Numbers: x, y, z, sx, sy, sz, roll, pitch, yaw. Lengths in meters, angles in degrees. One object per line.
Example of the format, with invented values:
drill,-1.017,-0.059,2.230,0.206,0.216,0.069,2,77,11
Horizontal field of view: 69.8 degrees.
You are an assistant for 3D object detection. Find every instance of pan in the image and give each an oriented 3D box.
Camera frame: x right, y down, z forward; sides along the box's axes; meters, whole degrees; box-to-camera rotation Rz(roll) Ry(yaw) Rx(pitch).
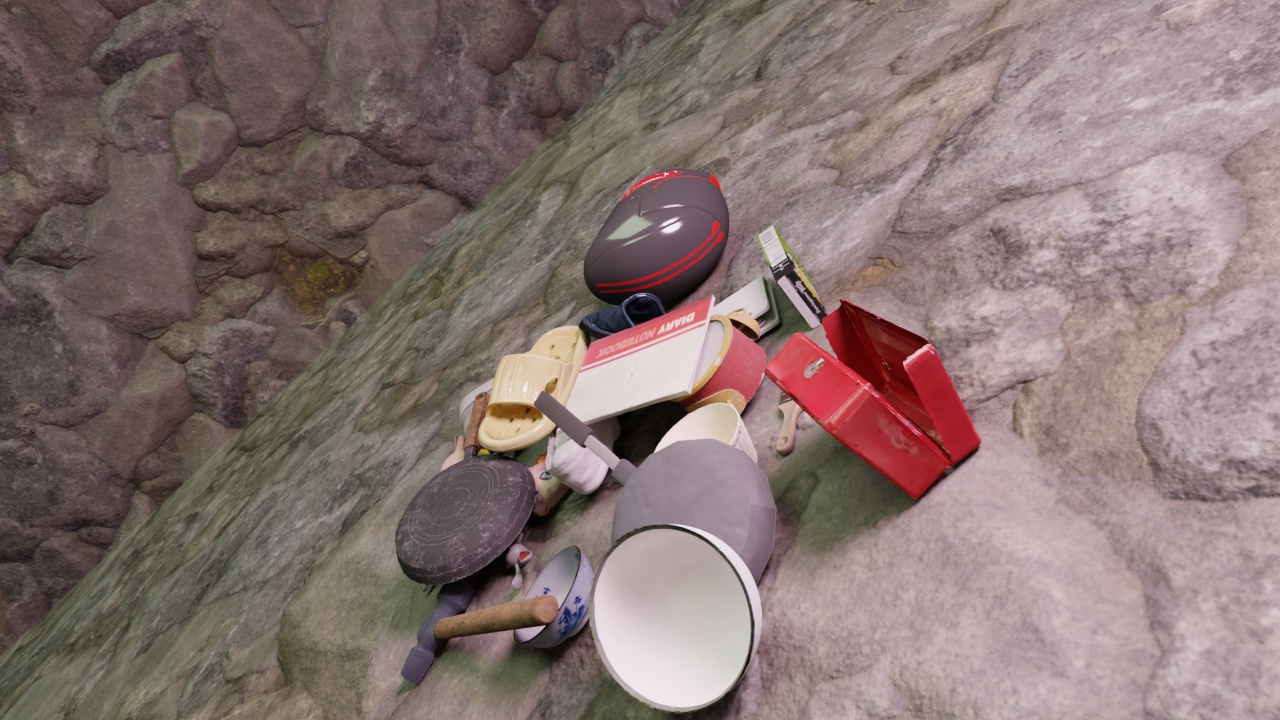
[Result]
pan,-0.233,0.147,1.234,0.208,0.040,0.356,-22,35,13
pan,-0.012,0.118,0.933,0.357,0.041,0.178,36,94,43

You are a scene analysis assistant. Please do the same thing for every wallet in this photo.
wallet,0.122,-0.052,1.204,0.115,0.037,0.118,-33,21,18

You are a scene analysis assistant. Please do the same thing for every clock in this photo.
clock,0.097,0.004,1.089,0.117,0.081,0.158,-30,33,46

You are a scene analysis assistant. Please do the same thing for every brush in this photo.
brush,0.167,0.046,0.999,0.039,0.012,0.150,-24,30,34

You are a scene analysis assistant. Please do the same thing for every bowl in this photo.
bowl,-0.081,0.256,0.963,0.114,0.045,0.114,-48,17,19
bowl,0.073,0.108,0.973,0.115,0.062,0.115,-34,25,17
bowl,0.037,0.213,0.784,0.154,0.153,0.072,-31,-16,24

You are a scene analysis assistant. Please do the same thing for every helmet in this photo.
helmet,0.034,-0.179,1.398,0.264,0.164,0.170,-31,35,-1

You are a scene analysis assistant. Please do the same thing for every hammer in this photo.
hammer,-0.174,0.288,1.007,0.323,0.040,0.129,-29,28,52

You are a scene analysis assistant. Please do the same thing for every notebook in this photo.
notebook,-0.007,0.007,1.118,0.209,0.012,0.152,-20,38,38

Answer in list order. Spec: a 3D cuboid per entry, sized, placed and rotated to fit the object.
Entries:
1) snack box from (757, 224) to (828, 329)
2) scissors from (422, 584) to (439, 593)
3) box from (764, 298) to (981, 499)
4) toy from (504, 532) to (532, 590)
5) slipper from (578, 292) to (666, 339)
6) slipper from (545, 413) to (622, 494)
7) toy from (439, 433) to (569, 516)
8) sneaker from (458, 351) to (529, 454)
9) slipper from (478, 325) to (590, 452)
snack box,0.188,-0.106,1.141,0.025,0.080,0.147,-35,25,16
scissors,-0.262,0.247,1.304,0.142,0.015,0.209,-3,43,50
box,0.201,0.038,0.820,0.112,0.134,0.157,-41,23,-2
toy,-0.153,0.241,1.131,0.049,0.030,0.112,-70,21,6
slipper,0.011,-0.049,1.256,0.266,0.108,0.083,22,99,59
slipper,-0.065,0.088,1.201,0.112,0.074,0.246,-25,22,14
toy,-0.193,0.151,1.277,0.265,0.065,0.195,-18,39,28
sneaker,-0.180,0.074,1.397,0.264,0.097,0.128,-29,38,25
slipper,-0.142,0.017,1.256,0.111,0.079,0.260,0,37,21
